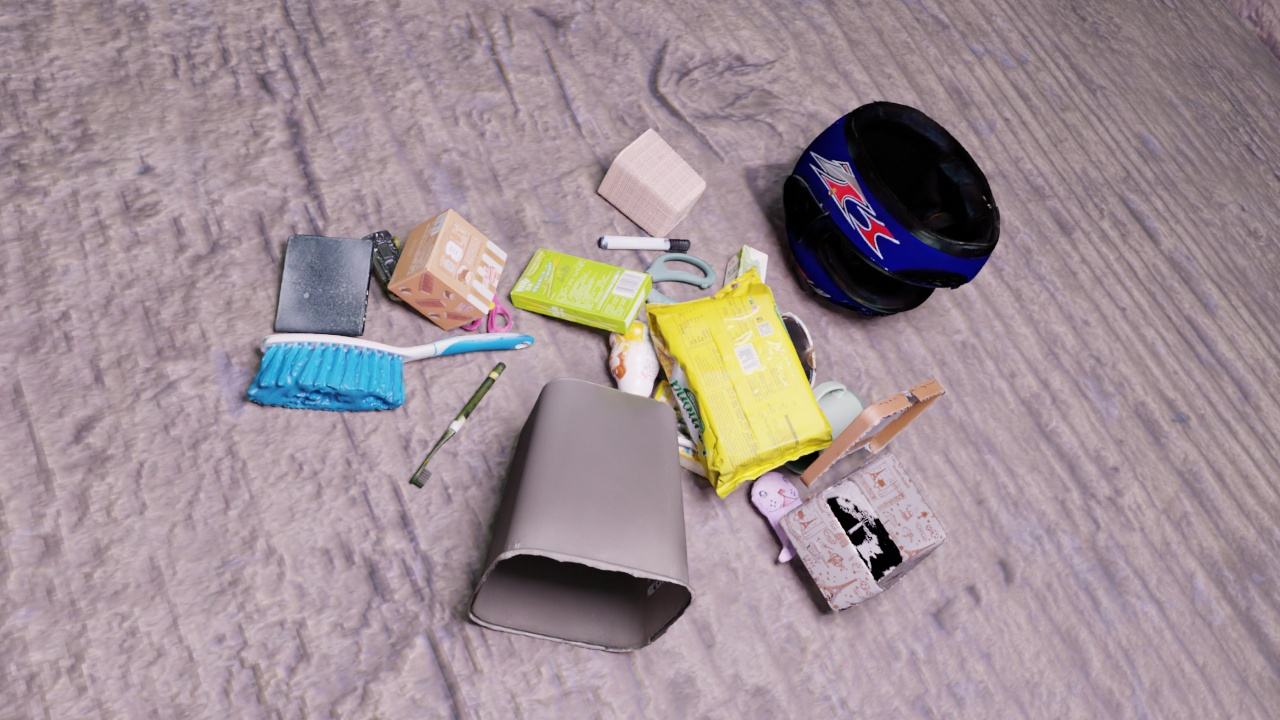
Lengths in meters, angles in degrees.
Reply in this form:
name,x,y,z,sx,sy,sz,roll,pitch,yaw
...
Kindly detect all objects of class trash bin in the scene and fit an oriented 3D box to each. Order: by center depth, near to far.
name,x,y,z,sx,sy,sz,roll,pitch,yaw
trash bin,-0.053,0.158,0.951,0.198,0.200,0.219,16,51,-13

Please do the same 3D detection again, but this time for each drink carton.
name,x,y,z,sx,sy,sz,roll,pitch,yaw
drink carton,0.140,-0.091,1.240,0.045,0.054,0.122,22,56,-13

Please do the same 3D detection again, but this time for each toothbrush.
name,x,y,z,sx,sy,sz,roll,pitch,yaw
toothbrush,-0.203,0.070,1.044,0.017,0.012,0.185,36,55,-5
toothbrush,0.060,0.103,1.084,0.180,0.016,0.016,20,63,-10

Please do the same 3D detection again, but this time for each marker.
name,x,y,z,sx,sy,sz,roll,pitch,yaw
marker,0.006,-0.157,1.248,0.130,0.018,0.022,-1,101,-20

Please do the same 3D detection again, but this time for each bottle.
name,x,y,z,sx,sy,sz,roll,pitch,yaw
bottle,-0.007,0.007,1.123,0.063,0.063,0.108,8,59,-16

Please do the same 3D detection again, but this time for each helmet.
name,x,y,z,sx,sy,sz,roll,pitch,yaw
helmet,0.323,-0.178,1.240,0.247,0.241,0.314,5,49,-19

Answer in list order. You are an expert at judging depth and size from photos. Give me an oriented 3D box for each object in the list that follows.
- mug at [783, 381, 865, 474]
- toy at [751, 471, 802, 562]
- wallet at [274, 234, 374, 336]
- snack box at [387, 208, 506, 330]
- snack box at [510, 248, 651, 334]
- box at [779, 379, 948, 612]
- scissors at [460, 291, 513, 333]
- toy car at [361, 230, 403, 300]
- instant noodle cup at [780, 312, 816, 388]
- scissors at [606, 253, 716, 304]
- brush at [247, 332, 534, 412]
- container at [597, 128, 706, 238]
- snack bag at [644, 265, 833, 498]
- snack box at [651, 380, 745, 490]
name,x,y,z,sx,sy,sz,roll,pitch,yaw
mug,0.228,0.072,1.147,0.106,0.112,0.082,-26,44,-33
toy,0.172,0.184,1.104,0.083,0.039,0.108,-20,71,-32
wallet,-0.360,-0.087,1.048,0.097,0.019,0.120,4,72,-8
snack box,-0.225,-0.104,1.074,0.094,0.077,0.092,39,48,-35
snack box,-0.073,-0.087,1.139,0.156,0.026,0.085,14,53,16
box,0.287,0.160,1.049,0.180,0.218,0.157,-14,58,-47
scissors,-0.196,-0.088,1.137,0.072,0.017,0.137,-1,58,-10
toy car,-0.298,-0.111,1.097,0.042,0.035,0.090,-26,79,-29
instant noodle cup,0.143,0.003,1.163,0.120,0.111,0.111,-10,66,-19
scissors,0.029,-0.110,1.231,0.179,0.019,0.161,25,57,-5
brush,-0.269,0.004,1.034,0.314,0.061,0.109,5,57,-21
container,0.018,-0.238,1.258,0.111,0.090,0.090,42,56,3
snack bag,0.118,0.020,1.071,0.158,0.068,0.246,-20,74,-7
snack box,0.072,0.091,1.124,0.140,0.034,0.086,26,56,-7
